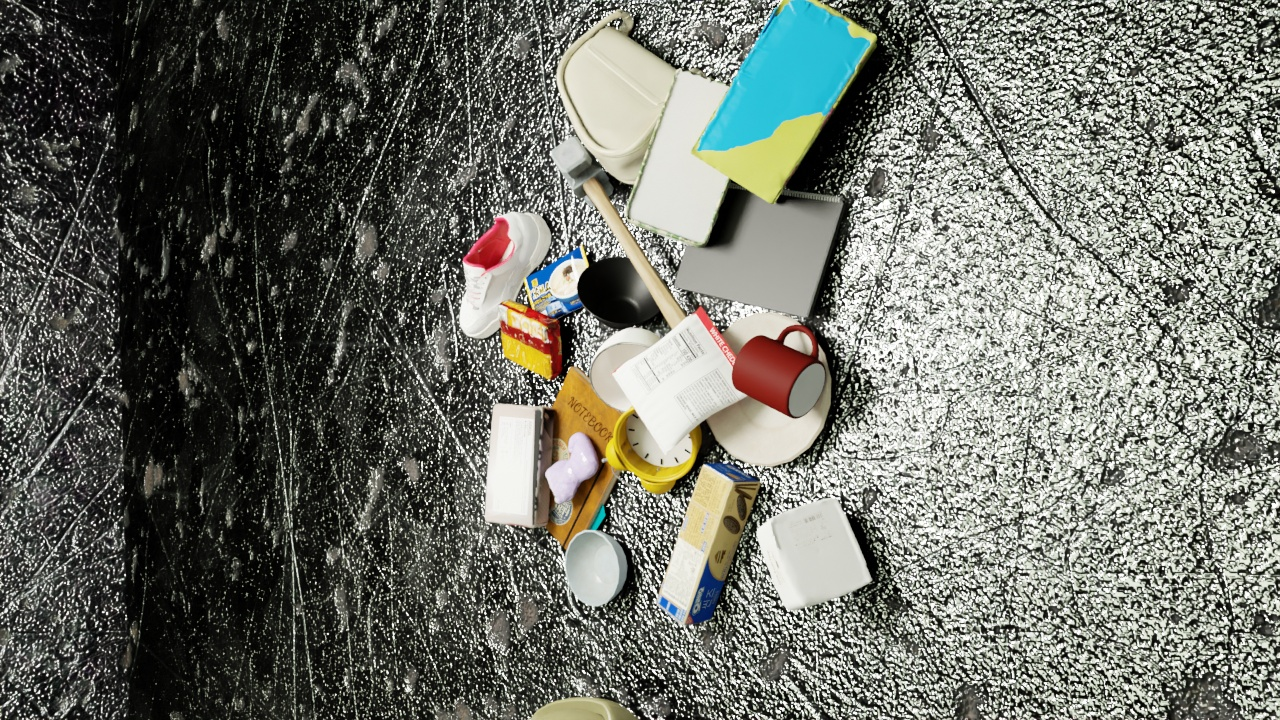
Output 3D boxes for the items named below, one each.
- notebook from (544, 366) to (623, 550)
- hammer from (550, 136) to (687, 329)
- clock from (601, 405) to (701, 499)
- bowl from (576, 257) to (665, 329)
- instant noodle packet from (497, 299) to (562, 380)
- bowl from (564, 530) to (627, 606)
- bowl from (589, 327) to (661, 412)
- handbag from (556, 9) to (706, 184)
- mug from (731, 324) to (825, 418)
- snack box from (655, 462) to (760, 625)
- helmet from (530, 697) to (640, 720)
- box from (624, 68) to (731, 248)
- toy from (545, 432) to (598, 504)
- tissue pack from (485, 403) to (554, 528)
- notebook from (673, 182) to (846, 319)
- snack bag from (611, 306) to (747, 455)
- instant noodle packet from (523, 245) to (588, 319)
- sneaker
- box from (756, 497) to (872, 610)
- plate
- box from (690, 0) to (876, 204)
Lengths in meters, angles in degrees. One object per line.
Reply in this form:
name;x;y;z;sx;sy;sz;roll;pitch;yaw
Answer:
notebook;-0.096;0.161;1.364;0.178;0.014;0.250;40;113;35
hammer;-0.017;-0.162;1.248;0.051;0.117;0.322;-34;68;6
clock;0.017;0.113;1.221;0.113;0.051;0.152;34;118;4
bowl;-0.028;-0.081;1.274;0.124;0.123;0.053;54;154;29
instant noodle packet;-0.171;-0.034;1.408;0.135;0.039;0.099;24;125;39
bowl;-0.057;0.293;1.308;0.106;0.039;0.106;-2;87;41
bowl;-0.007;0.007;1.235;0.117;0.116;0.065;-46;17;30
handbag;-0.013;-0.359;1.284;0.184;0.132;0.229;-44;61;2
mug;0.170;0.006;1.071;0.082;0.073;0.105;29;77;38
snack box;0.086;0.235;1.176;0.056;0.057;0.207;29;107;42
helmet;-0.069;0.546;1.150;0.251;0.255;0.232;-23;77;37
box;0.064;-0.255;1.165;0.117;0.050;0.205;19;94;3
toy;-0.100;0.154;1.334;0.100;0.036;0.080;-44;51;26
tissue pack;-0.183;0.157;1.395;0.104;0.071;0.181;2;91;26
notebook;0.145;-0.144;1.151;0.207;0.016;0.149;17;90;40
snack bag;0.053;0.025;1.153;0.144;0.039;0.130;-36;75;9
instant noodle packet;-0.122;-0.108;1.390;0.135;0.026;0.087;-23;80;38
sneaker;-0.243;-0.135;1.446;0.237;0.104;0.090;-50;58;28
box;0.190;0.233;1.077;0.130;0.102;0.110;123;130;-66
plate;0.158;0.036;1.139;0.189;0.027;0.188;-2;87;41
box;0.167;-0.306;1.072;0.124;0.082;0.221;31;104;3
